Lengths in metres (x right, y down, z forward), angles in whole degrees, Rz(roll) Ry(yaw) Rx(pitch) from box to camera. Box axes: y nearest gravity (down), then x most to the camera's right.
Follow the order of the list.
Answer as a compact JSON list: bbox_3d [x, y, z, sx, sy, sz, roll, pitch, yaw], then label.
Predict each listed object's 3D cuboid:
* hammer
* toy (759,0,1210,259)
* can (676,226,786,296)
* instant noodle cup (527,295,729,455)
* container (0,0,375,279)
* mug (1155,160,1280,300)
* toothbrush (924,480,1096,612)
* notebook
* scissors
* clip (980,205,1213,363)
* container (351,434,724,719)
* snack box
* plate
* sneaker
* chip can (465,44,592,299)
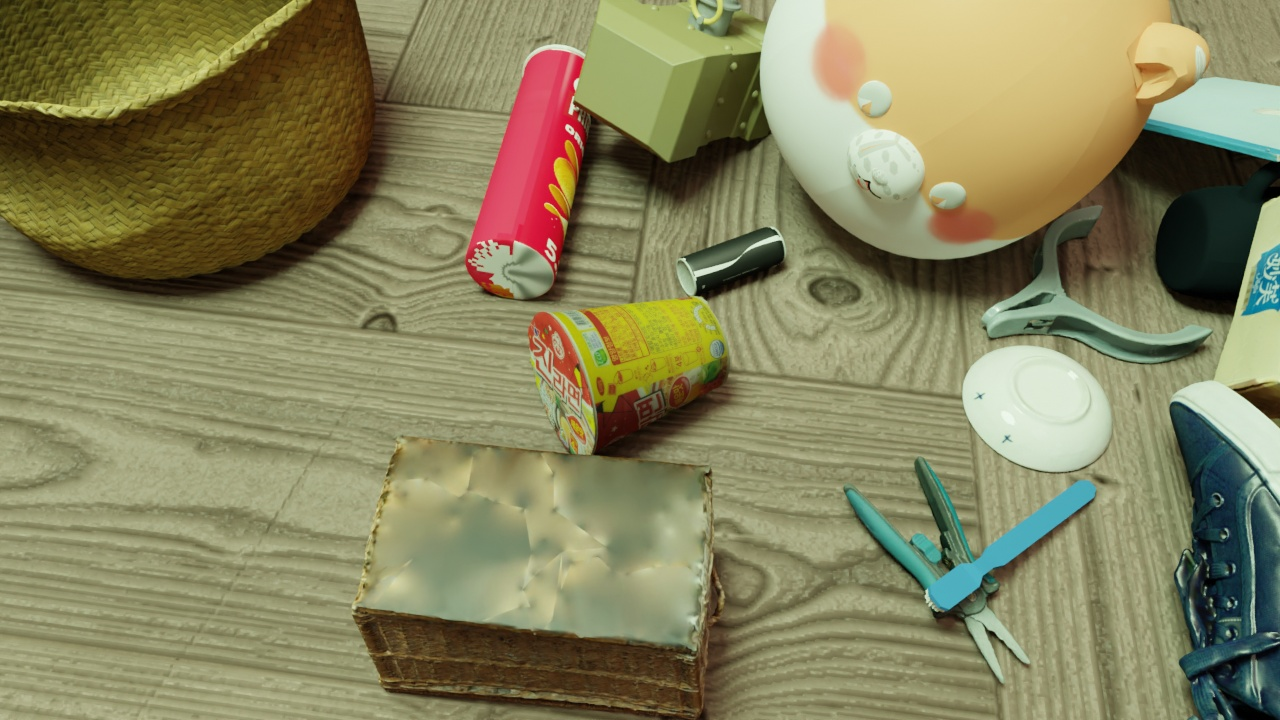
[{"bbox_3d":[0.077,-0.327,0.678,0.101,0.326,0.189,36,37,21],"label":"hammer"},{"bbox_3d":[0.226,-0.206,0.646,0.263,0.281,0.265,47,65,-14],"label":"toy"},{"bbox_3d":[0.070,-0.076,0.703,0.080,0.032,0.031,-21,58,-16],"label":"can"},{"bbox_3d":[-0.004,0.003,0.614,0.112,0.101,0.100,-15,57,-23],"label":"instant noodle cup"},{"bbox_3d":[-0.353,-0.215,0.690,0.307,0.197,0.306,0,56,0],"label":"container"},{"bbox_3d":[0.453,-0.099,0.675,0.094,0.122,0.085,2,50,1],"label":"mug"},{"bbox_3d":[0.235,0.114,0.576,0.166,0.014,0.016,-23,64,-31],"label":"toothbrush"},{"bbox_3d":[0.484,-0.200,0.739,0.181,0.009,0.253,-10,25,-9],"label":"notebook"},{"bbox_3d":[0.187,0.121,0.578,0.151,0.019,0.118,28,56,11],"label":"scissors"},{"bbox_3d":[0.356,-0.038,0.688,0.164,0.031,0.168,36,62,23],"label":"clip"},{"bbox_3d":[-0.053,0.121,0.514,0.198,0.113,0.113,4,55,3],"label":"container"},{"bbox_3d":[0.496,-0.006,0.598,0.207,0.055,0.153,25,75,-4],"label":"snack box"},{"bbox_3d":[0.281,0.027,0.641,0.104,0.026,0.104,0,55,-1],"label":"plate"},{"bbox_3d":[0.346,0.149,0.527,0.127,0.121,0.294,-16,56,15],"label":"sneaker"},{"bbox_3d":[-0.081,-0.154,0.731,0.069,0.069,0.220,7,56,3],"label":"chip can"}]
